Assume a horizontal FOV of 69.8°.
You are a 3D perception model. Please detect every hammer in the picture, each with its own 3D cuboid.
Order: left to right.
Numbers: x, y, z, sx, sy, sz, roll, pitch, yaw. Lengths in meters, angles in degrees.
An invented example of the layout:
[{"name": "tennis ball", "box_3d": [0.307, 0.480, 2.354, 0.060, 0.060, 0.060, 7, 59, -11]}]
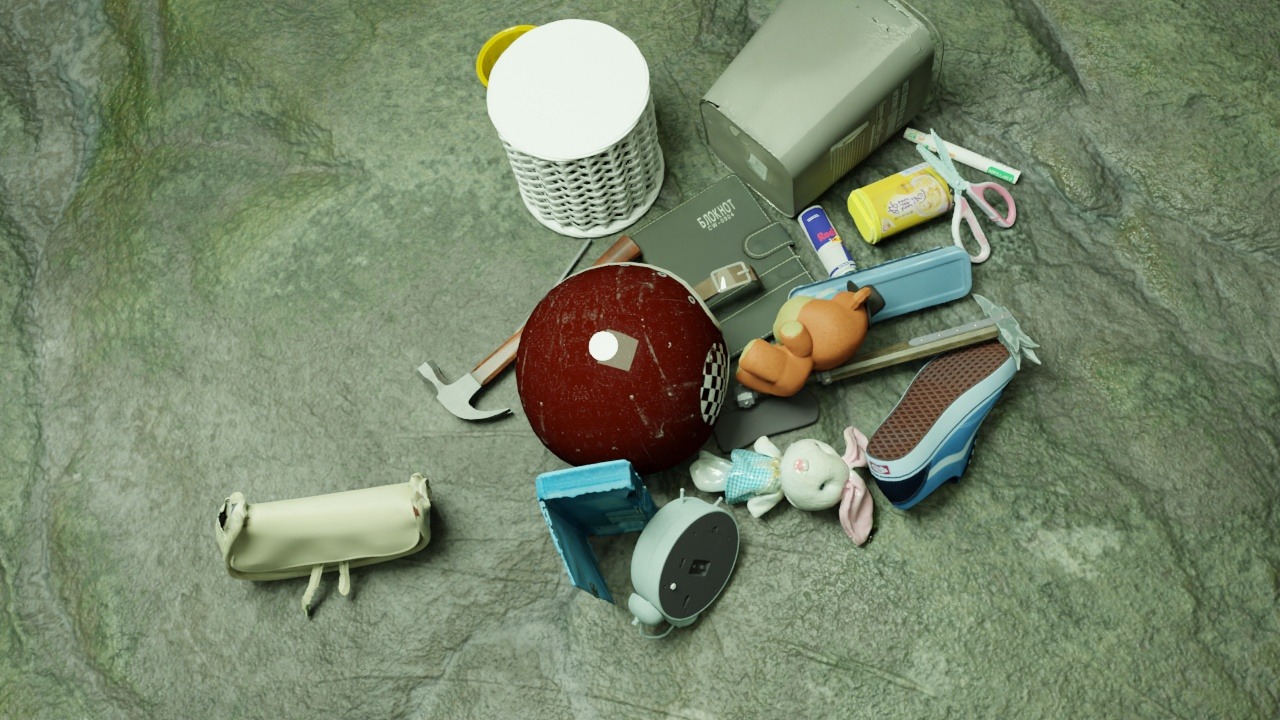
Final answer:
[{"name": "hammer", "box_3d": [-0.119, -0.043, 1.100, 0.300, 0.028, 0.111, -42, 79, -7]}, {"name": "hammer", "box_3d": [0.258, -0.002, 1.026, 0.317, 0.028, 0.146, -15, 31, 7]}]

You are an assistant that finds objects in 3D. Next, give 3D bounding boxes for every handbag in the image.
[{"name": "handbag", "box_3d": [-0.335, 0.194, 0.983, 0.229, 0.184, 0.131, -7, 71, -13]}]

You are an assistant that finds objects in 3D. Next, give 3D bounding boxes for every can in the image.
[{"name": "can", "box_3d": [0.224, -0.139, 1.099, 0.032, 0.032, 0.095, -24, 69, -2]}, {"name": "can", "box_3d": [0.307, -0.187, 1.087, 0.105, 0.068, 0.067, -23, 69, -2]}]

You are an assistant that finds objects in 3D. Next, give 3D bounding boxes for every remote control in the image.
[{"name": "remote control", "box_3d": [0.144, 0.067, 1.046, 0.124, 0.009, 0.046, -19, 69, 0]}]

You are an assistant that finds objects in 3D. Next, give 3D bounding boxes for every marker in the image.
[{"name": "marker", "box_3d": [0.393, -0.253, 1.127, 0.145, 0.017, 0.017, 28, 76, 16]}]

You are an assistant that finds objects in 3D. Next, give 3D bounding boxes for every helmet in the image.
[{"name": "helmet", "box_3d": [-0.006, 0.007, 0.983, 0.234, 0.253, 0.233, -5, 82, 21]}]

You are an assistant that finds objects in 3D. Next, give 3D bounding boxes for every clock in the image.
[{"name": "clock", "box_3d": [-0.150, -0.387, 1.233, 0.152, 0.052, 0.113, 37, 78, 23]}, {"name": "clock", "box_3d": [0.042, 0.215, 0.949, 0.045, 0.122, 0.159, 25, 93, 41]}]

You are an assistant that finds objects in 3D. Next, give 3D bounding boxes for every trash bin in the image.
[{"name": "trash bin", "box_3d": [0.203, -0.313, 1.089, 0.220, 0.197, 0.197, -45, 72, -3]}]

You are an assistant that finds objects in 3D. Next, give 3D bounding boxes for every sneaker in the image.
[{"name": "sneaker", "box_3d": [0.335, 0.070, 1.000, 0.240, 0.098, 0.083, -40, 32, -24]}]

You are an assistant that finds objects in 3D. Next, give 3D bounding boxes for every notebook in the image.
[{"name": "notebook", "box_3d": [0.105, -0.111, 1.109, 0.169, 0.029, 0.209, -31, 72, -2]}]

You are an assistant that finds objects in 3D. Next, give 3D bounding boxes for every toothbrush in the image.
[{"name": "toothbrush", "box_3d": [-0.109, -0.085, 1.135, 0.013, 0.013, 0.167, 32, 77, 9]}]

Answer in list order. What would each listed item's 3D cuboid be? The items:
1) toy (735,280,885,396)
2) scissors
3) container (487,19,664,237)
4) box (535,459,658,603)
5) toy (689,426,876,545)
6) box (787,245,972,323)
[{"name": "toy", "box_3d": [0.184, -0.023, 0.982, 0.176, 0.112, 0.096, -21, 75, -4]}, {"name": "scissors", "box_3d": [0.361, -0.184, 1.052, 0.179, 0.016, 0.108, 33, 84, -26]}, {"name": "container", "box_3d": [-0.072, -0.272, 1.102, 0.189, 0.187, 0.189, -2, 71, 5]}, {"name": "box", "box_3d": [-0.031, 0.180, 0.910, 0.094, 0.232, 0.110, -11, 70, 3]}, {"name": "toy", "box_3d": [0.155, 0.115, 0.978, 0.205, 0.106, 0.130, 5, 68, 8]}, {"name": "box", "box_3d": [0.274, -0.082, 1.063, 0.210, 0.069, 0.064, -16, 27, -2]}]
